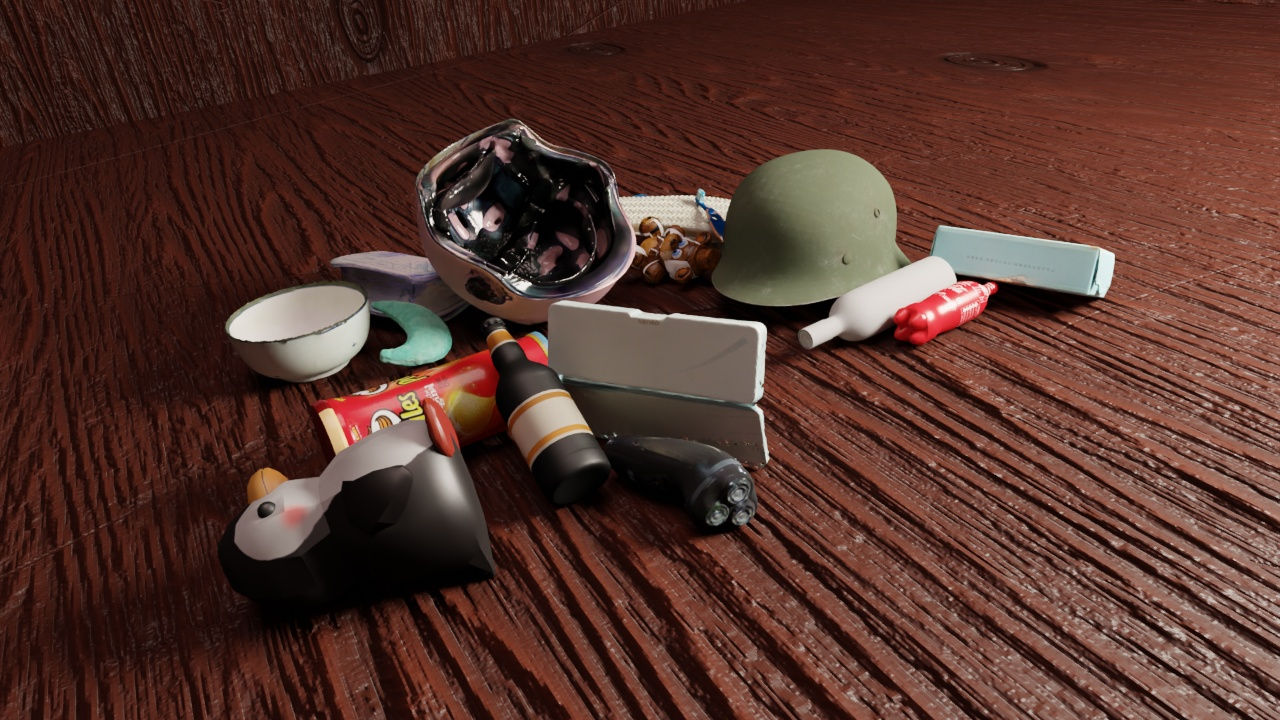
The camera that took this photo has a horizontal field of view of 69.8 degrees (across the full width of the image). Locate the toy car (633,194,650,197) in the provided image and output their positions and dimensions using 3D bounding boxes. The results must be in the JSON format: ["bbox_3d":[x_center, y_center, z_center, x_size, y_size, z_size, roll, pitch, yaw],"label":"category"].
[{"bbox_3d":[-0.001,-0.213,1.312,0.120,0.044,0.056,20,38,41],"label":"toy car"}]

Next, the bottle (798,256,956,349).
[{"bbox_3d":[0.244,-0.055,0.955,0.194,0.052,0.052,-23,32,-27],"label":"bottle"}]

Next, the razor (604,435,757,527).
[{"bbox_3d":[0.027,0.095,0.734,0.141,0.053,0.063,11,42,35],"label":"razor"}]

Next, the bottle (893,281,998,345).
[{"bbox_3d":[0.320,-0.054,0.948,0.141,0.042,0.042,-23,32,-27],"label":"bottle"}]

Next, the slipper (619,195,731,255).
[{"bbox_3d":[0.035,-0.174,1.214,0.263,0.052,0.114,4,35,6],"label":"slipper"}]

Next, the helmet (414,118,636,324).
[{"bbox_3d":[-0.136,-0.138,1.060,0.255,0.153,0.229,28,51,3],"label":"helmet"}]

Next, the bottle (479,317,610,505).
[{"bbox_3d":[-0.092,0.034,0.781,0.059,0.059,0.181,-20,59,-23],"label":"bottle"}]

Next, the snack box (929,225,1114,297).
[{"bbox_3d":[0.410,-0.107,0.992,0.175,0.053,0.074,17,12,35],"label":"snack box"}]

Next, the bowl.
[{"bbox_3d":[-0.373,-0.026,1.020,0.153,0.073,0.153,-5,28,2],"label":"bowl"}]

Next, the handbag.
[{"bbox_3d":[-0.288,-0.092,1.138,0.159,0.069,0.126,11,19,29],"label":"handbag"}]

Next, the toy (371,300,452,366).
[{"bbox_3d":[-0.253,-0.029,1.019,0.085,0.033,0.105,5,39,-30],"label":"toy"}]

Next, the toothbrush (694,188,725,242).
[{"bbox_3d":[0.091,-0.185,1.167,0.021,0.017,0.135,-3,35,-13],"label":"toothbrush"}]

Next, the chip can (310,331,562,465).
[{"bbox_3d":[-0.179,0.044,0.834,0.213,0.087,0.087,-20,31,-25],"label":"chip can"}]

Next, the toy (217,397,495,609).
[{"bbox_3d":[-0.210,0.127,0.678,0.184,0.140,0.159,-22,-2,-9],"label":"toy"}]

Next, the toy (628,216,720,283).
[{"bbox_3d":[0.043,-0.131,1.129,0.113,0.067,0.087,10,63,41],"label":"toy"}]

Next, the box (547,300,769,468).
[{"bbox_3d":[0.011,0.020,0.779,0.197,0.136,0.044,9,27,27],"label":"box"}]

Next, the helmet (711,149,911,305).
[{"bbox_3d":[0.192,-0.157,1.048,0.227,0.154,0.267,17,37,37],"label":"helmet"}]
